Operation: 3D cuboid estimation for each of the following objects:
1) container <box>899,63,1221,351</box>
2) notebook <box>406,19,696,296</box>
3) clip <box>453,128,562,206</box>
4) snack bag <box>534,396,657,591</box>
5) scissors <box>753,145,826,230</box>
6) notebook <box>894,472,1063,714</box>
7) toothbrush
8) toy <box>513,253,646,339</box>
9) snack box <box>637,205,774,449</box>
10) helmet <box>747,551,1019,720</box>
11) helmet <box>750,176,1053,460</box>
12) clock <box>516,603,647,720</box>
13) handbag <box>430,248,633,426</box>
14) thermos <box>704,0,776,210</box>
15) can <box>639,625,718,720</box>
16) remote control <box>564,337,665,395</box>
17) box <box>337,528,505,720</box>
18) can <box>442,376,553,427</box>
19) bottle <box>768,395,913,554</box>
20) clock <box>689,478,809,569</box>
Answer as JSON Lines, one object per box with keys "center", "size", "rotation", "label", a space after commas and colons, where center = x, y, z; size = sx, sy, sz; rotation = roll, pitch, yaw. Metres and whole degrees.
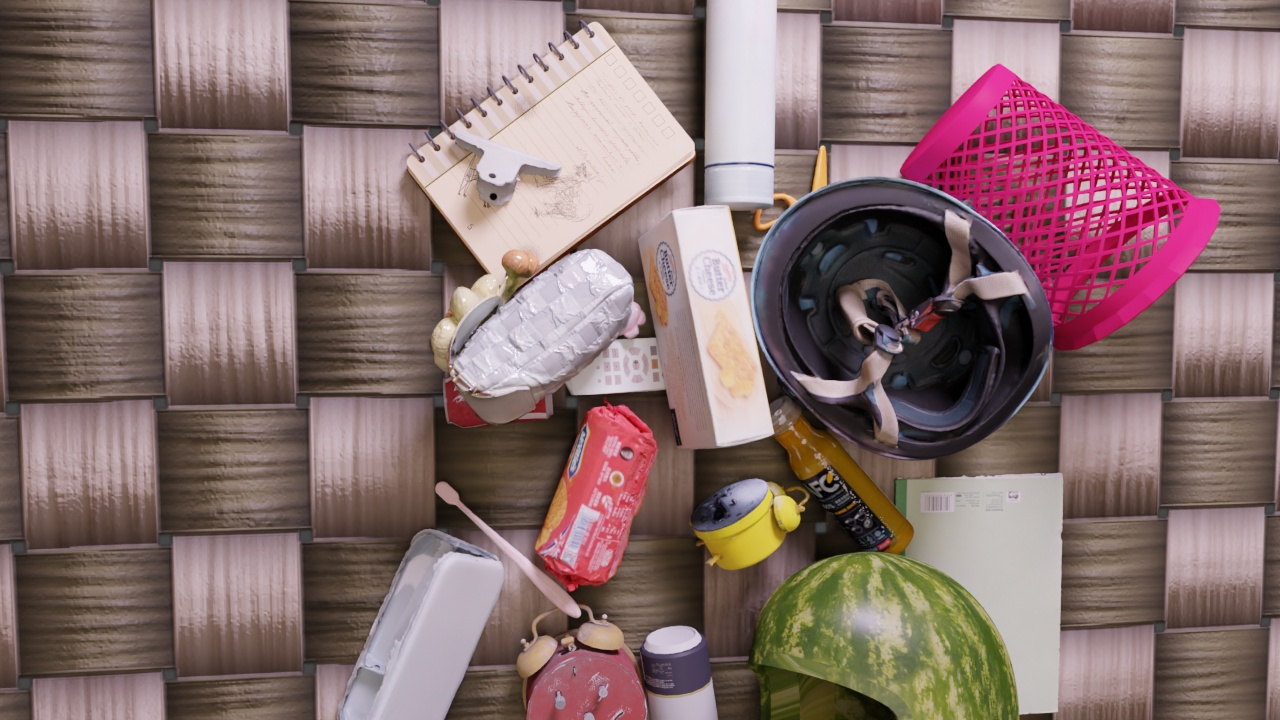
{"center": [0.370, -0.152, 0.851], "size": [0.226, 0.183, 0.183], "rotation": [41, 88, 0], "label": "container"}
{"center": [-0.085, -0.190, 0.843], "size": [0.225, 0.024, 0.167], "rotation": [-37, 88, -4], "label": "notebook"}
{"center": [-0.126, -0.168, 0.819], "size": [0.101, 0.038, 0.054], "rotation": [19, 62, 0], "label": "clip"}
{"center": [-0.038, 0.127, 0.854], "size": [0.082, 0.082, 0.176], "rotation": [21, 91, -8], "label": "snack bag"}
{"center": [0.174, -0.142, 0.898], "size": [0.125, 0.011, 0.129], "rotation": [-23, 98, -4], "label": "scissors"}
{"center": [0.347, 0.243, 0.945], "size": [0.182, 0.010, 0.252], "rotation": [-1, 93, -7], "label": "notebook"}
{"center": [-0.123, 0.177, 0.857], "size": [0.181, 0.018, 0.015], "rotation": [42, 80, 5], "label": "toothbrush"}
{"center": [-0.052, -0.062, 0.859], "size": [0.125, 0.037, 0.076], "rotation": [27, 89, 2], "label": "toy"}
{"center": [0.056, -0.026, 0.826], "size": [0.057, 0.104, 0.208], "rotation": [-10, 87, -18], "label": "snack box"}
{"center": [0.219, 0.294, 0.826], "size": [0.242, 0.214, 0.247], "rotation": [-12, 87, -30], "label": "helmet"}
{"center": [0.219, -0.046, 0.828], "size": [0.265, 0.166, 0.226], "rotation": [41, 104, -8], "label": "helmet"}
{"center": [-0.056, 0.307, 0.860], "size": [0.117, 0.081, 0.159], "rotation": [-15, 95, -6], "label": "clock"}
{"center": [-0.092, -0.034, 0.781], "size": [0.171, 0.113, 0.123], "rotation": [-39, 77, -11], "label": "handbag"}
{"center": [0.093, -0.256, 0.854], "size": [0.068, 0.068, 0.230], "rotation": [-1, 94, -7], "label": "thermos"}
{"center": [0.039, 0.326, 0.882], "size": [0.064, 0.064, 0.127], "rotation": [-9, 94, -7], "label": "can"}
{"center": [-0.005, 0.005, 0.872], "size": [0.143, 0.024, 0.049], "rotation": [-4, 85, -19], "label": "remote control"}
{"center": [-0.194, 0.269, 0.828], "size": [0.107, 0.110, 0.216], "rotation": [22, 91, -12], "label": "box"}
{"center": [-0.131, 0.032, 0.848], "size": [0.096, 0.054, 0.054], "rotation": [-5, 94, -7], "label": "can"}
{"center": [0.188, 0.114, 0.894], "size": [0.053, 0.053, 0.186], "rotation": [-42, 97, -3], "label": "bottle"}
{"center": [0.105, 0.148, 0.871], "size": [0.118, 0.083, 0.057], "rotation": [-29, 102, -2], "label": "clock"}
